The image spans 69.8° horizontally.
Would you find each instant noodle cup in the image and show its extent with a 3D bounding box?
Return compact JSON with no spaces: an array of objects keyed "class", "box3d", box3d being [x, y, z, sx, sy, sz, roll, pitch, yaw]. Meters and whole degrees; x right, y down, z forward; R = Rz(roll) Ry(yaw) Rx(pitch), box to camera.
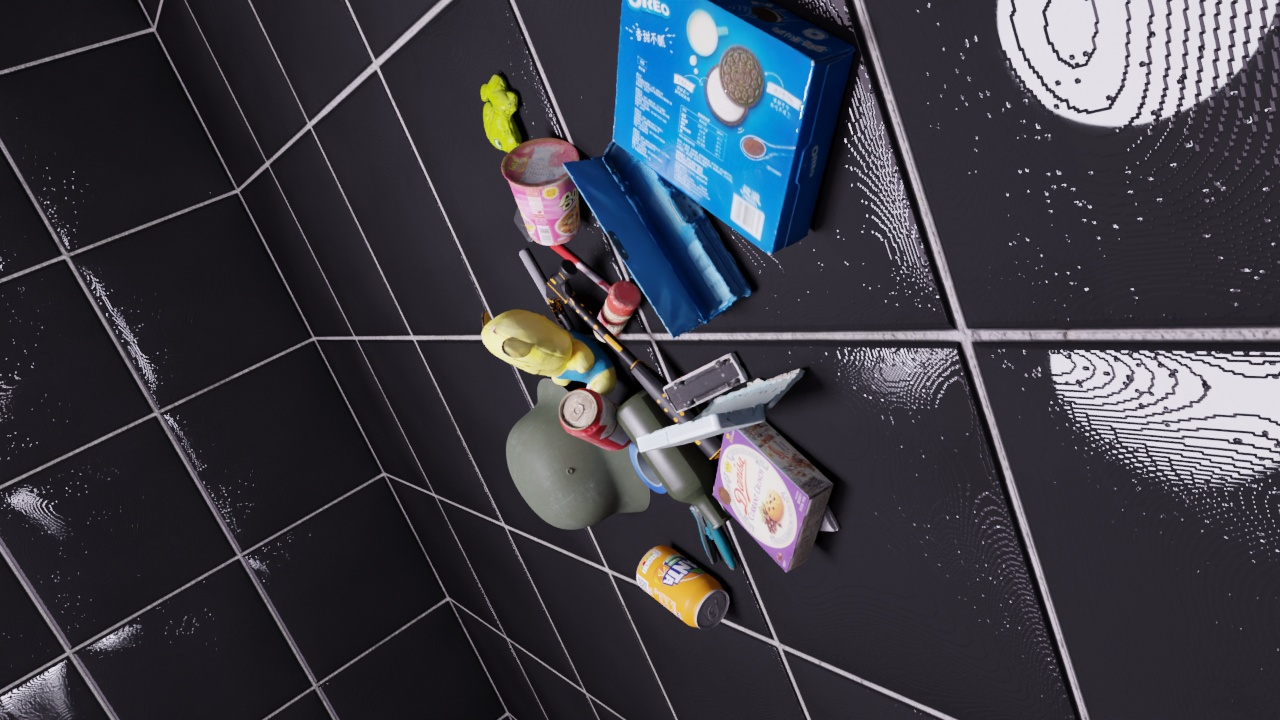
[{"class":"instant noodle cup","box3d":[-0.118,-0.209,1.166,0.098,0.097,0.109,41,154,32]}]

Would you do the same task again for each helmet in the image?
[{"class":"helmet","box3d":[-0.126,0.167,1.470,0.227,0.153,0.268,-14,105,62]}]

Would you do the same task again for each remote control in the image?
[{"class":"remote control","box3d":[-0.152,-0.220,1.292,0.045,0.008,0.147,54,152,10]},{"class":"remote control","box3d":[0.192,0.193,1.121,0.033,0.012,0.131,62,152,-6]}]

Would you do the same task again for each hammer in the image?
[{"class":"hammer","box3d":[-0.007,0.007,1.190,0.320,0.036,0.123,46,152,6]}]

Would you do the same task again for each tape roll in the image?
[{"class":"tape roll","box3d":[0.018,0.154,1.367,0.091,0.016,0.093,6,122,57]}]

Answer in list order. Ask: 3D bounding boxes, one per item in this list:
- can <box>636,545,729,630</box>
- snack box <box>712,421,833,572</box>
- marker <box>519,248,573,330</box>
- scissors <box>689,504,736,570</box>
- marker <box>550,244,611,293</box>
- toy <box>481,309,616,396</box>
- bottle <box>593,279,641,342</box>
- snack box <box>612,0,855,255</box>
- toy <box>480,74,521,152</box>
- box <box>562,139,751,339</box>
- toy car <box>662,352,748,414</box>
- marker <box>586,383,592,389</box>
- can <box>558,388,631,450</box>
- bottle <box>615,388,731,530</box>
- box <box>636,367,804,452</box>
[{"class":"can","box3d":[0.064,0.349,1.415,0.142,0.079,0.079,27,138,46]},{"class":"snack box","box3d":[0.153,0.154,1.098,0.148,0.040,0.144,44,146,35]},{"class":"marker","box3d":[-0.142,-0.104,1.381,0.140,0.016,0.016,60,153,-1]},{"class":"scissors","box3d":[0.099,0.239,1.317,0.153,0.019,0.128,47,148,26]},{"class":"marker","box3d":[-0.077,-0.125,1.257,0.142,0.012,0.013,40,147,32]},{"class":"toy","box3d":[-0.131,-0.016,1.290,0.149,0.084,0.213,12,170,45]},{"class":"bottle","box3d":[-0.032,-0.063,1.211,0.044,0.044,0.109,54,152,11]},{"class":"snack box","box3d":[0.071,-0.240,0.846,0.239,0.056,0.196,43,146,30]},{"class":"toy","box3d":[-0.184,-0.323,1.218,0.094,0.036,0.094,54,145,12]},{"class":"box","box3d":[0.010,-0.139,1.003,0.231,0.102,0.094,58,154,2]},{"class":"toy car","box3d":[0.080,0.026,1.108,0.113,0.038,0.039,-29,92,36]},{"class":"marker","box3d":[-0.083,0.054,1.444,0.011,0.011,0.152,50,151,18]},{"class":"can","box3d":[-0.059,0.085,1.296,0.067,0.067,0.170,48,-176,22]},{"class":"bottle","box3d":[0.050,0.135,1.238,0.207,0.071,0.072,55,152,9]},{"class":"box","box3d":[0.087,0.063,1.033,0.049,0.136,0.198,63,153,-1]}]
